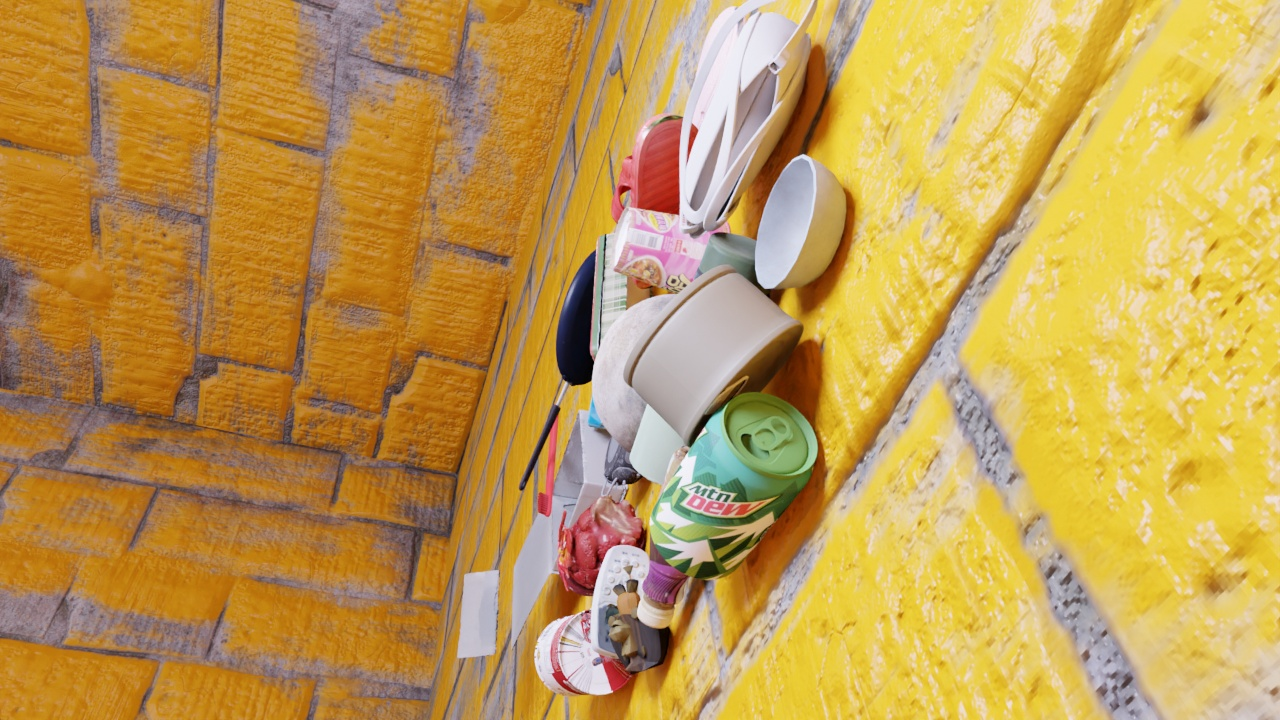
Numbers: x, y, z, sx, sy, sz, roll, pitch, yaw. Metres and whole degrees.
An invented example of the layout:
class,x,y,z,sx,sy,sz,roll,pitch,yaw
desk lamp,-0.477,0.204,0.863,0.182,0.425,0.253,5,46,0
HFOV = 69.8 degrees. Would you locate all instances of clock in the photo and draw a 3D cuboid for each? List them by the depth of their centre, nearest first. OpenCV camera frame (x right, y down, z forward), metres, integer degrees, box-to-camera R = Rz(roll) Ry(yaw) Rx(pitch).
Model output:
class,x,y,z,sx,sy,sz,roll,pitch,yaw
clock,-0.010,0.103,1.064,0.091,0.043,0.122,145,141,-74

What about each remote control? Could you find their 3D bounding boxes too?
class,x,y,z,sx,sy,sz,roll,pitch,yaw
remote control,-0.018,0.248,0.945,0.028,0.060,0.114,121,161,-59

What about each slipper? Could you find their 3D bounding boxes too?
class,x,y,z,sx,sy,sz,roll,pitch,yaw
slipper,0.086,-0.283,1.016,0.222,0.055,0.106,105,170,-59
slipper,0.014,-0.185,1.044,0.059,0.103,0.249,47,155,27

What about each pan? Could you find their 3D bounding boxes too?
class,x,y,z,sx,sy,sz,roll,pitch,yaw
pan,-0.087,0.011,1.238,0.356,0.021,0.199,-67,-21,-12

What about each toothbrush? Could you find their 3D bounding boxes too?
class,x,y,z,sx,sy,sz,roll,pitch,yaw
toothbrush,-0.125,0.130,1.249,0.012,0.018,0.212,-51,24,31

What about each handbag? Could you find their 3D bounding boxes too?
class,x,y,z,sx,sy,sz,roll,pitch,yaw
handbag,0.081,-0.205,0.802,0.222,0.095,0.216,-70,4,-47

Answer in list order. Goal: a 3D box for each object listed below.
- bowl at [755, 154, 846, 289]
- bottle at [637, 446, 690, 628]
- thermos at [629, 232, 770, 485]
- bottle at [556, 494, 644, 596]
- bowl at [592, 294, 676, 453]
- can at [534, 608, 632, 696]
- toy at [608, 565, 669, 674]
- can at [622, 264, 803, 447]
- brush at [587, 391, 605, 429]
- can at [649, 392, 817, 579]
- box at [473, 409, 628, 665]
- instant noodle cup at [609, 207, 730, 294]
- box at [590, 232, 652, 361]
class,x,y,z,sx,sy,sz,roll,pitch,yaw
bowl,0.129,-0.103,0.717,0.106,0.039,0.106,-168,91,-76
bottle,0.034,0.161,0.815,0.059,0.059,0.166,-115,40,-68
thermos,0.057,-0.002,0.831,0.082,0.082,0.232,-109,34,-65
bottle,-0.050,0.209,1.026,0.098,0.099,0.111,-90,24,-43
bowl,-0.006,0.006,0.959,0.178,0.081,0.178,22,-93,-85
can,-0.060,0.317,0.991,0.117,0.086,0.086,133,147,-63
toy,-0.006,0.248,0.881,0.076,0.062,0.100,-35,60,44
can,0.056,-0.004,0.710,0.127,0.073,0.128,-42,-17,-16
brush,-0.032,0.024,1.202,0.075,0.055,0.135,125,154,-68
can,0.068,0.096,0.691,0.144,0.083,0.082,117,160,-44
box,-0.123,0.251,1.275,0.165,0.098,0.369,-99,33,-58
instant noodle cup,0.028,-0.118,0.985,0.098,0.108,0.097,-167,91,-76
box,-0.022,-0.056,1.140,0.118,0.051,0.205,62,-159,-48
